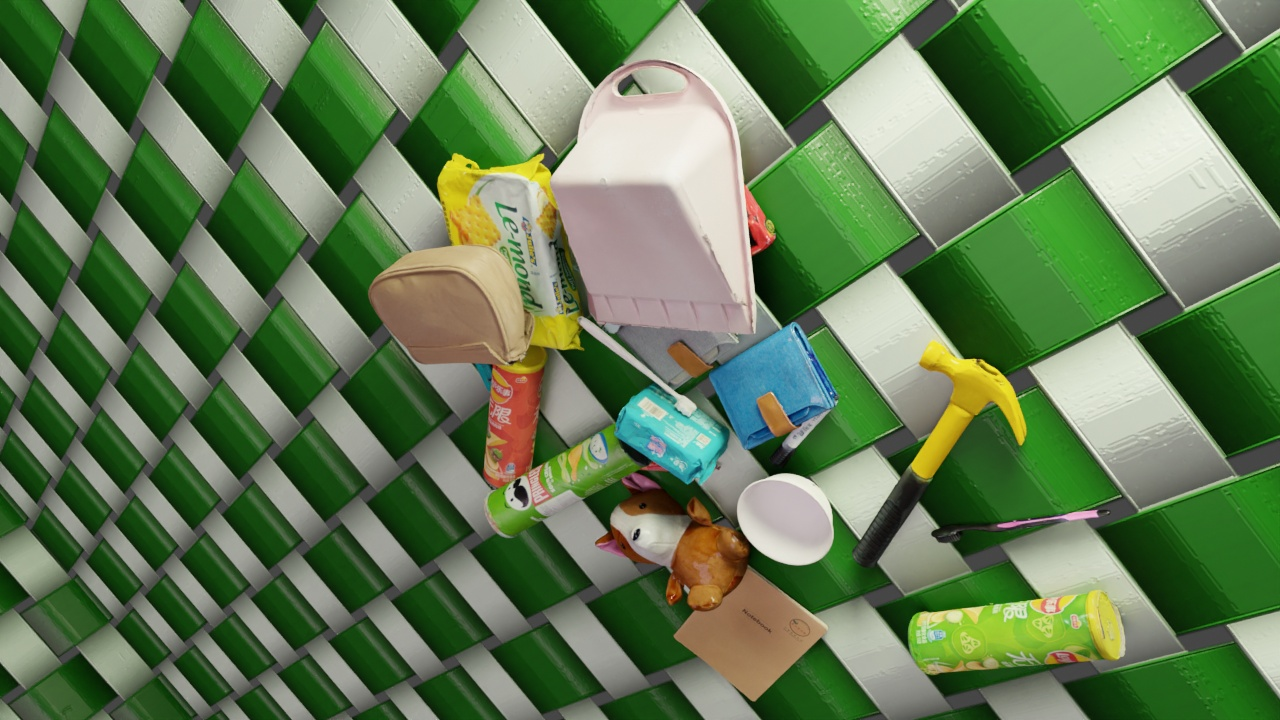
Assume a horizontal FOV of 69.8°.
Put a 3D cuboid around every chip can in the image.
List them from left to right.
[{"bbox_3d":[-0.174,0.076,1.251,0.073,0.073,0.217,25,127,18],"label":"chip can"},{"bbox_3d":[-0.097,0.158,1.212,0.237,0.072,0.072,-30,98,24],"label":"chip can"},{"bbox_3d":[0.407,0.304,1.016,0.222,0.072,0.072,-22,103,39],"label":"chip can"}]

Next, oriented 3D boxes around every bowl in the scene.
[{"bbox_3d":[0.181,0.176,1.089,0.118,0.064,0.118,14,122,24],"label":"bowl"}]

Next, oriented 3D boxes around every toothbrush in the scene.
[{"bbox_3d":[-0.007,0.006,1.103,0.180,0.016,0.016,39,141,1],"label":"toothbrush"},{"bbox_3d":[0.404,0.178,0.985,0.190,0.014,0.018,-17,116,37],"label":"toothbrush"}]

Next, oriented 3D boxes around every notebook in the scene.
[{"bbox_3d":[0.145,0.373,1.260,0.148,0.008,0.208,37,129,9],"label":"notebook"}]

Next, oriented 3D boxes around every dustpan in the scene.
[{"bbox_3d":[0.026,-0.171,0.999,0.223,0.138,0.274,8,139,32],"label":"dustpan"}]

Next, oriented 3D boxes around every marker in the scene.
[{"bbox_3d":[0.190,0.081,1.062,0.022,0.018,0.131,30,130,-5],"label":"marker"}]

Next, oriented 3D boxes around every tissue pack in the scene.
[{"bbox_3d":[0.040,0.088,1.110,0.133,0.093,0.050,34,124,12],"label":"tissue pack"}]

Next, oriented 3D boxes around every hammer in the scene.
[{"bbox_3d":[0.307,0.122,1.002,0.129,0.032,0.302,32,128,15],"label":"hammer"}]

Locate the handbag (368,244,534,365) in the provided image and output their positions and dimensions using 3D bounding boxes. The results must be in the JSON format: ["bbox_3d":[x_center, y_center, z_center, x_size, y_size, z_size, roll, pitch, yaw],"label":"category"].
[{"bbox_3d":[-0.221,-0.066,1.100,0.205,0.099,0.148,1,123,37],"label":"handbag"}]

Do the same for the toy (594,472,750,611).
[{"bbox_3d":[0.038,0.234,1.180,0.200,0.130,0.140,29,95,27],"label":"toy"}]

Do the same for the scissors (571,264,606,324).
[{"bbox_3d":[-0.032,-0.100,1.101,0.134,0.017,0.133,8,116,33],"label":"scissors"}]

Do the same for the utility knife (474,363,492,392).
[{"bbox_3d":[-0.225,-0.009,1.272,0.029,0.013,0.176,-9,110,37],"label":"utility knife"}]

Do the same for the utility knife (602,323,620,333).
[{"bbox_3d":[0.012,-0.107,1.050,0.034,0.018,0.219,42,123,8],"label":"utility knife"}]

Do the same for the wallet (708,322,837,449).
[{"bbox_3d":[0.147,0.032,1.038,0.133,0.040,0.106,-33,79,41],"label":"wallet"}]

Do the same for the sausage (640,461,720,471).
[{"bbox_3d":[0.033,0.134,1.188,0.156,0.020,0.020,-1,115,32],"label":"sausage"}]

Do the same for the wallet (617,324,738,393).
[{"bbox_3d":[0.043,-0.027,1.080,0.106,0.036,0.130,51,131,-2],"label":"wallet"}]

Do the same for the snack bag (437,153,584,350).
[{"bbox_3d":[-0.154,-0.130,1.120,0.158,0.068,0.247,9,121,33],"label":"snack bag"}]

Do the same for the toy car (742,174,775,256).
[{"bbox_3d":[0.099,-0.160,0.975,0.049,0.031,0.106,-26,98,38],"label":"toy car"}]
